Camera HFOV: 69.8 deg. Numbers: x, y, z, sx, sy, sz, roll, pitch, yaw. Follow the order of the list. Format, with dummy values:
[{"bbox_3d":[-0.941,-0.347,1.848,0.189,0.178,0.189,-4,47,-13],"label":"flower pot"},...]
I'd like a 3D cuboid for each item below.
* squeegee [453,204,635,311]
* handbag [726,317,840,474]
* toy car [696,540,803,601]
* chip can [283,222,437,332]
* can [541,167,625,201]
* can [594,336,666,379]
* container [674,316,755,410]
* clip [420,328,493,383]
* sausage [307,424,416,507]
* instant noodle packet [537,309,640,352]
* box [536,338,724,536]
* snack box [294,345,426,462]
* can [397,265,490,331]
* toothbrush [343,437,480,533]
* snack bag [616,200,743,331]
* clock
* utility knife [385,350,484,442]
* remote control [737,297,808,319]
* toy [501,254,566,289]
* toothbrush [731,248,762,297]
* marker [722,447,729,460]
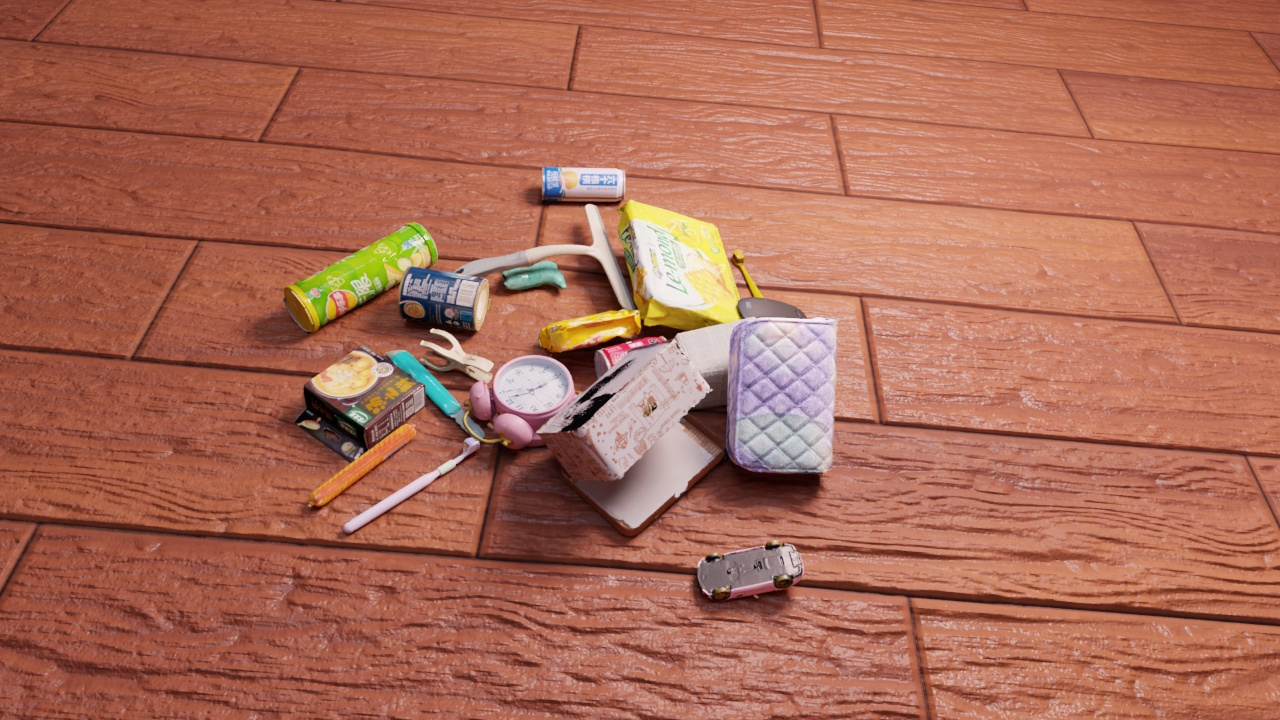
[{"bbox_3d":[-0.154,-0.147,1.329,0.246,0.039,0.246,-10,48,-11],"label":"squeegee"},{"bbox_3d":[0.176,0.041,1.139,0.134,0.194,0.075,3,3,-5],"label":"handbag"},{"bbox_3d":[0.125,0.242,1.048,0.122,0.037,0.056,-11,46,1],"label":"toy car"},{"bbox_3d":[-0.391,-0.122,1.302,0.072,0.073,0.220,37,54,25],"label":"chip can"},{"bbox_3d":[-0.093,-0.286,1.490,0.134,0.053,0.053,0,48,-6],"label":"can"},{"bbox_3d":[-0.007,0.007,1.225,0.093,0.067,0.066,-14,51,-18],"label":"can"},{"bbox_3d":[0.106,0.007,1.223,0.114,0.090,0.090,-9,49,-10],"label":"container"},{"bbox_3d":[-0.246,-0.011,1.219,0.105,0.084,0.034,14,47,22],"label":"clip"},{"bbox_3d":[-0.336,0.126,1.116,0.021,0.021,0.164,34,53,23],"label":"sausage"},{"bbox_3d":[-0.070,-0.039,1.247,0.128,0.111,0.044,-13,94,-18],"label":"instant noodle packet"},{"bbox_3d":[0.000,0.102,1.114,0.182,0.153,0.178,-42,102,-24],"label":"box"},{"bbox_3d":[-0.357,0.053,1.167,0.113,0.053,0.125,29,46,19],"label":"snack box"},{"bbox_3d":[-0.272,-0.086,1.279,0.111,0.075,0.075,10,48,3],"label":"can"},{"bbox_3d":[-0.274,0.150,1.103,0.188,0.029,0.021,-35,97,-29],"label":"toothbrush"},{"bbox_3d":[0.053,-0.125,1.325,0.158,0.068,0.246,12,43,-24],"label":"snack bag"},{"bbox_3d":[-0.152,0.056,1.172,0.158,0.060,0.117,-31,57,-27],"label":"clock"},{"bbox_3d":[-0.269,0.043,1.203,0.029,0.013,0.207,-31,55,-31],"label":"utility knife"},{"bbox_3d":[0.196,-0.065,1.301,0.136,0.024,0.053,10,47,-33],"label":"remote control"},{"bbox_3d":[-0.164,-0.129,1.359,0.091,0.030,0.096,-13,47,-19],"label":"toy"},{"bbox_3d":[0.176,-0.101,1.373,0.015,0.017,0.190,-11,50,-14],"label":"toothbrush"},{"bbox_3d":[0.069,0.089,1.193,0.018,0.015,0.124,-35,60,-29],"label":"marker"}]
